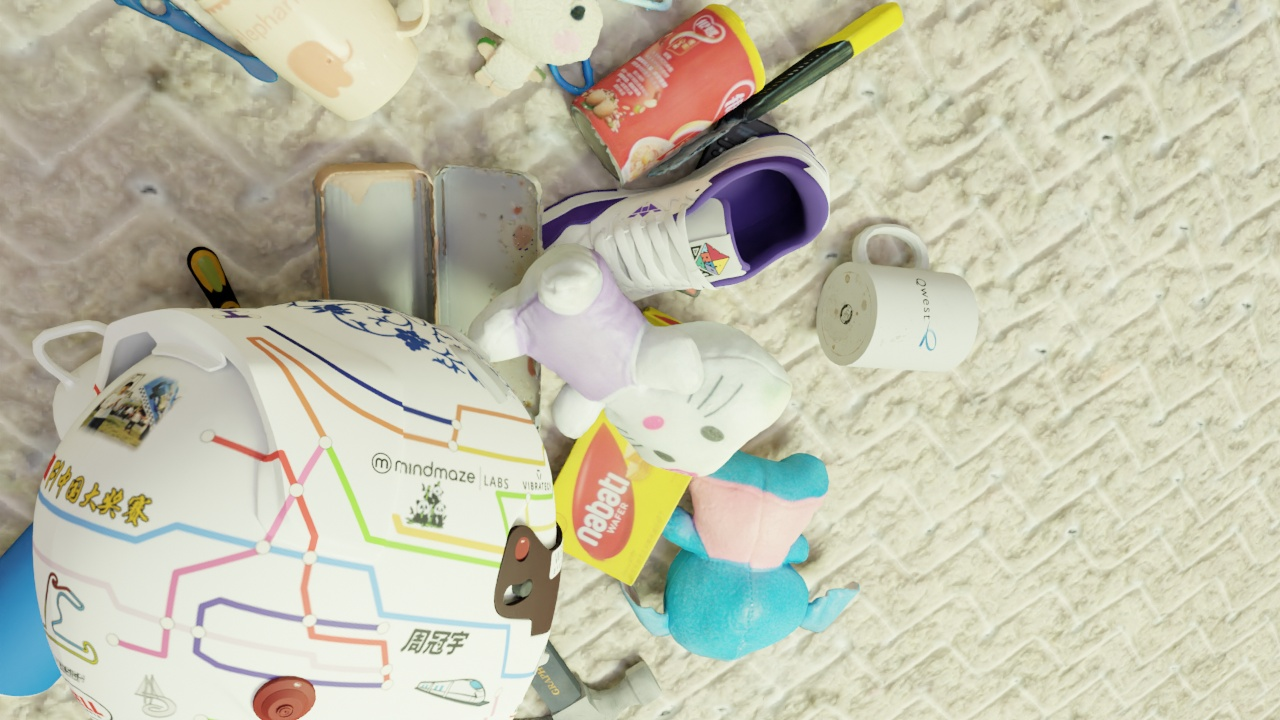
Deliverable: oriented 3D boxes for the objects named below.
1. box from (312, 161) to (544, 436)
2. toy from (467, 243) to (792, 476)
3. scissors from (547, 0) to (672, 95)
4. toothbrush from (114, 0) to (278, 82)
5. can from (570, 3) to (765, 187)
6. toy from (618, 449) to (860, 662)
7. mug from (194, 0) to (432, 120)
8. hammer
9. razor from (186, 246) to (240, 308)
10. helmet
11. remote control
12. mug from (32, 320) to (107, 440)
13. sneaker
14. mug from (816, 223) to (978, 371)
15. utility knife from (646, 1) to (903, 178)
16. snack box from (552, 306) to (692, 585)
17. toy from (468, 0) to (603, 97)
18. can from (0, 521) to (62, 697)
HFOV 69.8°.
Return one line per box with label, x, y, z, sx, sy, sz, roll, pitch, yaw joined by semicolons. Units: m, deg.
box;-0.141;-0.025;0.631;0.157;0.071;0.217;3;111;1
toy;-0.004;0.004;0.607;0.209;0.085;0.138;33;134;-28
scissors;-0.035;-0.242;0.608;0.130;0.014;0.125;-17;115;-13
toothbrush;-0.275;-0.202;0.535;0.132;0.016;0.021;30;98;-26
can;0.018;-0.180;0.624;0.124;0.066;0.067;-36;119;-4
toy;0.096;0.163;0.777;0.224;0.099;0.191;7;104;-11
mug;-0.174;-0.203;0.525;0.112;0.085;0.104;-24;133;23
hammer;-0.103;0.211;0.760;0.139;0.035;0.313;-30;118;-5
razor;-0.262;-0.010;0.614;0.044;0.021;0.144;-32;121;-26
helmet;-0.163;0.088;0.522;0.314;0.231;0.235;31;74;-55
remote control;0.052;-0.117;0.689;0.045;0.021;0.141;21;107;-16
mug;-0.312;0.020;0.563;0.076;0.090;0.124;-23;136;-2
sneaker;0.021;-0.079;0.628;0.244;0.111;0.092;-22;114;2
mug;0.207;-0.053;0.748;0.096;0.083;0.119;3;82;-22
utility knife;0.097;-0.192;0.653;0.233;0.029;0.020;-35;117;-13
snack box;-0.001;0.067;0.713;0.092;0.042;0.201;28;100;-1
toy;-0.067;-0.219;0.579;0.087;0.050;0.112;22;100;-22
can;-0.377;0.144;0.601;0.146;0.079;0.079;-47;119;2
